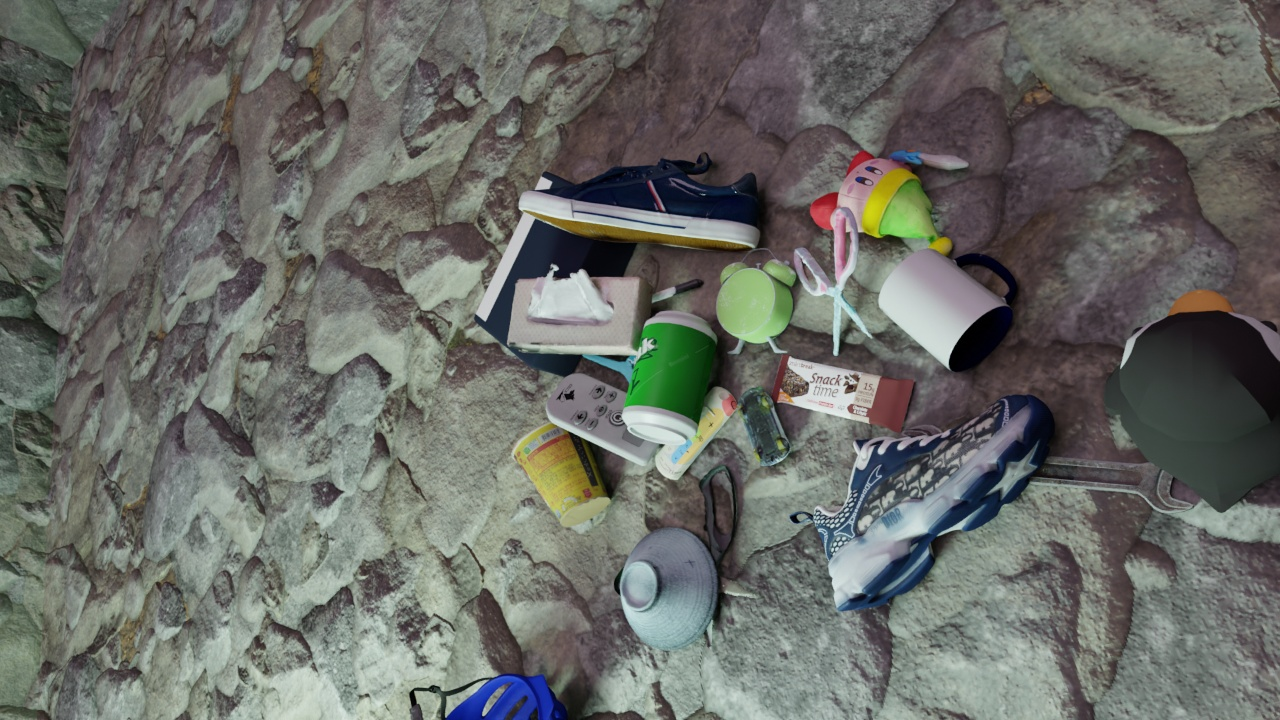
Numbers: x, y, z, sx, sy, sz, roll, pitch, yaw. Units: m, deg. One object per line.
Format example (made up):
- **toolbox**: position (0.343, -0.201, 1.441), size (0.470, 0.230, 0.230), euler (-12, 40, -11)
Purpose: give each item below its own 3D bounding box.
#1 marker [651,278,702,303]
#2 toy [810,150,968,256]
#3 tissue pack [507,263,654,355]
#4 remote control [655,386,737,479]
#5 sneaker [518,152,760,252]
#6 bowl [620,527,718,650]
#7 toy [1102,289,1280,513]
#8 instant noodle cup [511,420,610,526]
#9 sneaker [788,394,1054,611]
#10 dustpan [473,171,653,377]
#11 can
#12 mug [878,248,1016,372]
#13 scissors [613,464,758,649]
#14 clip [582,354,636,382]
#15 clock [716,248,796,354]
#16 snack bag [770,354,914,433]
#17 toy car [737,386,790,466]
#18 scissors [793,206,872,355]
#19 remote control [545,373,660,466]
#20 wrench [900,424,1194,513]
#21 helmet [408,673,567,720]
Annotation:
- **marker**: position (0.005, -0.073, 1.139), size (0.152, 0.011, 0.011), euler (-19, 65, 14)
- **toy**: position (0.264, -0.162, 0.951), size (0.124, 0.097, 0.131), euler (-44, 36, -14)
- **tissue pack**: position (-0.080, -0.061, 1.123), size (0.182, 0.071, 0.104), euler (3, 82, 30)
- **remote control**: position (0.065, 0.085, 1.074), size (0.126, 0.018, 0.038), euler (-52, 52, 14)
- **sneaker**: position (0.001, -0.204, 1.097), size (0.295, 0.120, 0.127), euler (6, 87, 12)
- **bowl**: position (0.015, 0.252, 1.023), size (0.137, 0.057, 0.137), euler (-14, 68, 37)
- **toy**: position (0.420, 0.029, 0.678), size (0.159, 0.184, 0.140), euler (-2, 72, 37)
- **instant noodle cup**: position (-0.094, 0.143, 1.145), size (0.101, 0.100, 0.112), euler (-40, 65, 24)
- **sneaker**: position (0.251, 0.110, 0.853), size (0.270, 0.103, 0.132), euler (-52, 50, 27)
- **dustpan**: position (-0.082, -0.098, 1.221), size (0.273, 0.080, 0.236), euler (35, 101, 46)
- **can**: position (0.034, 0.020, 1.056), size (0.088, 0.087, 0.139), euler (-1, 67, 39)
- **mug**: position (0.305, -0.059, 0.883), size (0.112, 0.079, 0.097), euler (-35, 53, -6)
- **scissors**: position (0.048, 0.226, 1.053), size (0.206, 0.015, 0.201), euler (-13, 68, 36)
- **clip**: position (-0.012, 0.012, 1.129), size (0.097, 0.026, 0.116), euler (-46, 70, 14)
- **clock**: position (0.131, -0.069, 1.044), size (0.095, 0.042, 0.119), euler (-2, 76, 38)
- **snack bag**: position (0.209, 0.032, 0.971), size (0.158, 0.013, 0.057), euler (14, 86, 41)
- **toy car**: position (0.137, 0.073, 1.010), size (0.039, 0.027, 0.089), euler (-34, 60, 31)
- **scissors**: position (0.200, -0.087, 0.959), size (0.177, 0.013, 0.171), euler (-124, 23, -58)
- **remote control**: position (-0.040, 0.066, 1.110), size (0.151, 0.019, 0.074), euler (23, 60, 20)
- **wrench**: position (0.356, 0.099, 0.834), size (0.274, 0.010, 0.070), euler (1, 79, 40)
- **helmet**: position (-0.196, 0.449, 1.055), size (0.242, 0.227, 0.147), euler (-48, 43, 18)
